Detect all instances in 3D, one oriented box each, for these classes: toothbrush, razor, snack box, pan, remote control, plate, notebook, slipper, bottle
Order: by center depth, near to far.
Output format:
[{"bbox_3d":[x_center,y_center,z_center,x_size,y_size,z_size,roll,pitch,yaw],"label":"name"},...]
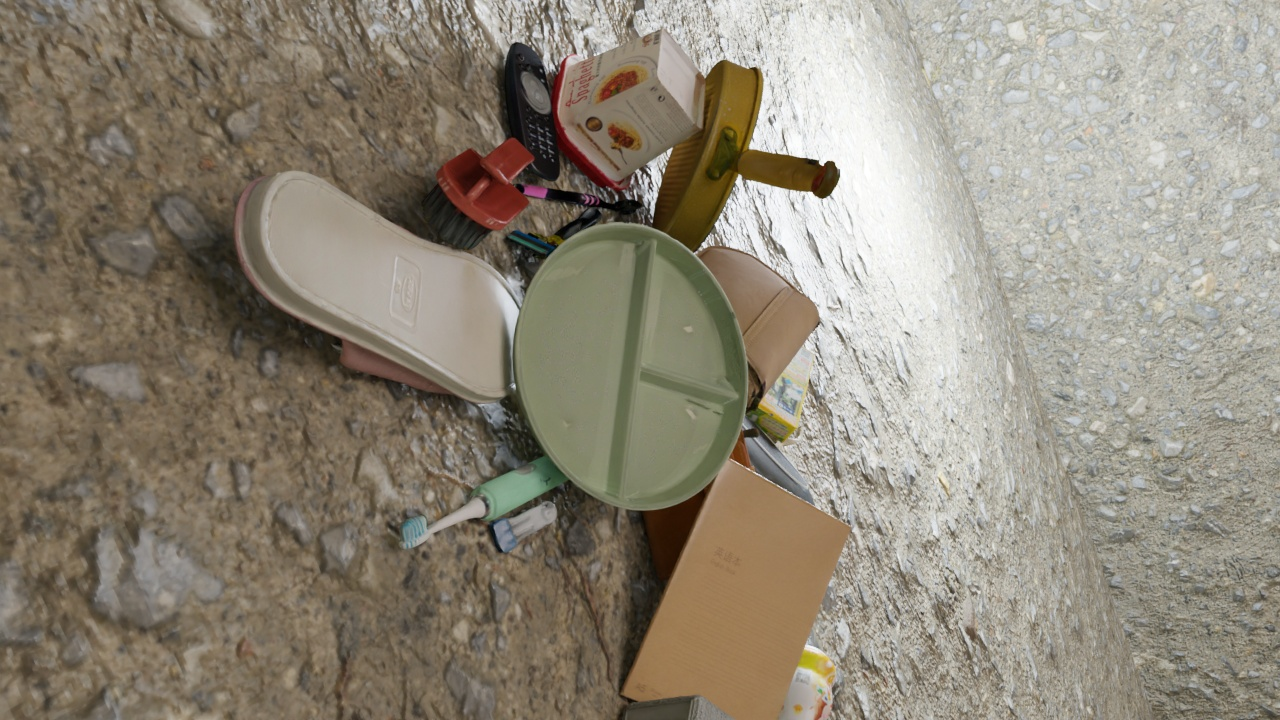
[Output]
[{"bbox_3d":[-0.161,-0.038,0.608,0.274,0.054,0.114,29,55,-60],"label":"slipper"},{"bbox_3d":[-0.096,0.095,0.671,0.223,0.026,0.027,-20,113,-58],"label":"toothbrush"},{"bbox_3d":[-0.004,0.004,0.735,0.229,0.028,0.230,8,76,-36],"label":"plate"},{"bbox_3d":[0.086,0.208,0.779,0.149,0.012,0.211,30,76,-22],"label":"notebook"},{"bbox_3d":[-0.070,-0.114,0.823,0.043,0.022,0.142,27,29,11],"label":"razor"},{"bbox_3d":[-0.100,-0.221,0.826,0.053,0.024,0.136,12,63,-52],"label":"remote control"},{"bbox_3d":[0.091,-0.182,0.852,0.078,0.198,0.357,18,9,-11],"label":"pan"},{"bbox_3d":[-0.055,-0.154,0.869,0.188,0.018,0.014,-4,79,-56],"label":"toothbrush"},{"bbox_3d":[0.155,0.336,0.899,0.063,0.063,0.108,56,35,-24],"label":"bottle"},{"bbox_3d":[0.123,0.093,0.922,0.179,0.024,0.179,43,9,-9],"label":"plate"},{"bbox_3d":[0.145,0.020,1.037,0.087,0.034,0.140,31,39,-5],"label":"snack box"}]

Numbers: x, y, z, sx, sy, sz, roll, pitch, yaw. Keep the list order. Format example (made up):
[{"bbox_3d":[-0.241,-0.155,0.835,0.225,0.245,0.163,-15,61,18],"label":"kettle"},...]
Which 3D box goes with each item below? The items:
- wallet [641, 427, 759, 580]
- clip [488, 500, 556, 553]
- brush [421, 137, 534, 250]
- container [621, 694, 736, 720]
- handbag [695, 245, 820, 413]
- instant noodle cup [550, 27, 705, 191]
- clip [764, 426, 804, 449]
[{"bbox_3d":[0.058,0.119,0.820,0.035,0.119,0.130,54,22,-80],"label":"wallet"},{"bbox_3d":[-0.089,0.121,0.680,0.056,0.028,0.024,-25,93,-49],"label":"clip"},{"bbox_3d":[-0.112,-0.126,0.665,0.063,0.069,0.145,42,14,-12],"label":"brush"},{"bbox_3d":[0.041,0.321,0.709,0.114,0.090,0.090,47,39,-29],"label":"container"},{"bbox_3d":[0.080,-0.026,0.900,0.148,0.100,0.203,30,41,15],"label":"handbag"},{"bbox_3d":[-0.010,-0.245,0.882,0.116,0.124,0.116,39,44,-40],"label":"instant noodle cup"},{"bbox_3d":[0.161,0.091,1.058,0.098,0.035,0.099,31,50,-48],"label":"clip"}]
